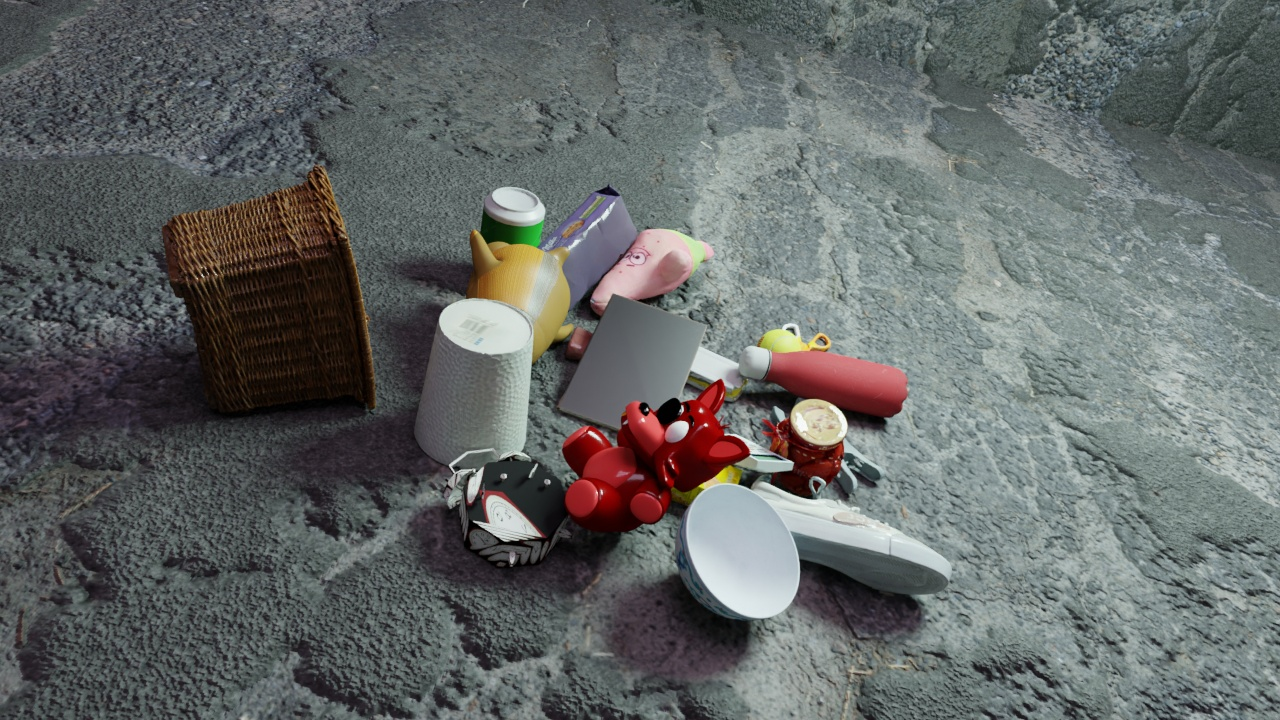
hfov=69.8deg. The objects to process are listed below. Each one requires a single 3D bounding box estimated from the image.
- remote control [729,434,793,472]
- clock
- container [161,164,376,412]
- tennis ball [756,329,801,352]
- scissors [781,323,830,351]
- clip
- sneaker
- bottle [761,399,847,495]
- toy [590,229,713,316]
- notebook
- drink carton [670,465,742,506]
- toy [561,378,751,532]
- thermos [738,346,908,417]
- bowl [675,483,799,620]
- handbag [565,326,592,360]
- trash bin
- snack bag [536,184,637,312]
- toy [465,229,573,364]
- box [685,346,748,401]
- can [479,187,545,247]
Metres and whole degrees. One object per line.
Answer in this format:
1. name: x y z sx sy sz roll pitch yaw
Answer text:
1. remote control: 0.126 0.116 1.119 0.049 0.024 0.143 6 7 -24
2. clock: -0.146 0.144 0.985 0.114 0.065 0.154 -20 52 -36
3. container: -0.417 -0.062 1.039 0.183 0.250 0.162 -14 44 -21
4. tennis ball: 0.200 -0.012 1.330 0.065 0.065 0.065 10 36 -7
5. scissors: 0.239 -0.022 1.403 0.097 0.012 0.132 28 36 19
6. clip: 0.225 0.116 1.201 0.127 0.028 0.167 -14 44 -32
7. sneaker: 0.234 0.191 1.043 0.242 0.090 0.090 15 51 7
8. bottle: 0.199 0.108 1.125 0.099 0.111 0.098 3 50 -4
9. toy: 0.005 -0.140 1.411 0.192 0.097 0.236 5 33 45
10. notebook: -0.007 0.007 1.223 0.141 0.008 0.208 19 54 6
11. drink carton: 0.048 0.136 1.094 0.134 0.043 0.058 20 37 8
12. toy: 0.014 0.102 0.997 0.197 0.120 0.158 -31 26 10
13. thermos: 0.252 0.023 1.281 0.239 0.073 0.073 12 35 -11
14. bowl: 0.087 0.210 0.963 0.144 0.074 0.143 19 50 -26
15. handbag: -0.042 -0.007 1.274 0.119 0.029 0.055 20 40 -2
16. trash bin: -0.187 0.024 1.058 0.133 0.162 0.133 10 36 -8
17. snack bag: -0.082 -0.165 1.360 0.058 0.096 0.204 6 47 42
18. toy: -0.174 -0.060 1.210 0.198 0.163 0.202 47 29 -26
19. box: 0.052 -0.006 1.298 0.209 0.033 0.064 24 39 14
20. can: -0.192 -0.175 1.343 0.088 0.140 0.087 10 36 -7
